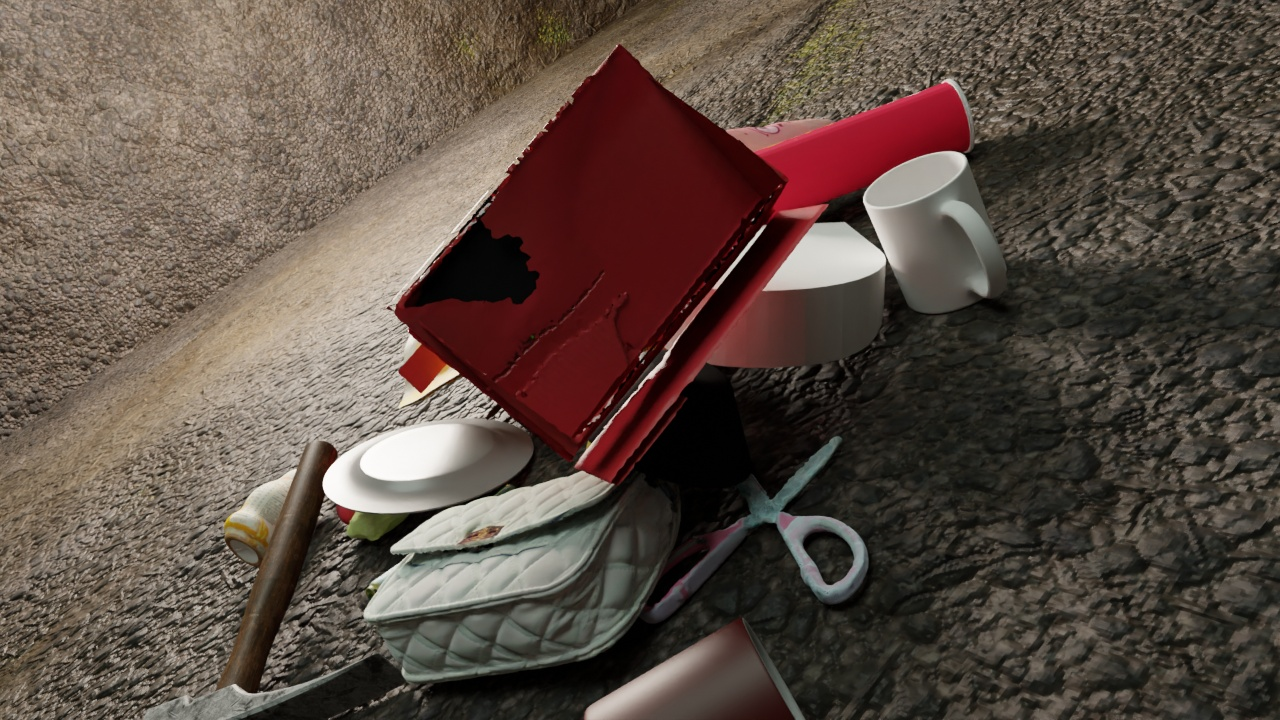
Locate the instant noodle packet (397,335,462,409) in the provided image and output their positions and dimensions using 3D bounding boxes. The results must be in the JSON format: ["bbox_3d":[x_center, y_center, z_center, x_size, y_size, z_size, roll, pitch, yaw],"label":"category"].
[{"bbox_3d":[-0.132,-0.044,0.850,0.163,0.084,0.221,-26,22,17],"label":"instant noodle packet"}]

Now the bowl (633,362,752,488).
[{"bbox_3d":[0.022,0.027,0.593,0.124,0.124,0.053,-113,39,-65],"label":"bowl"}]

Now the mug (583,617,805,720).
[{"bbox_3d":[0.035,0.178,0.395,0.082,0.073,0.105,-31,54,1],"label":"mug"}]

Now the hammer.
[{"bbox_3d":[-0.260,0.160,0.732,0.218,0.037,0.299,-24,35,16],"label":"hammer"}]

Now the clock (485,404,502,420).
[{"bbox_3d":[-0.084,-0.004,0.866,0.148,0.056,0.103,-25,17,8],"label":"clock"}]

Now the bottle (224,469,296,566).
[{"bbox_3d":[-0.345,0.144,0.882,0.063,0.063,0.108,-10,32,38],"label":"bottle"}]

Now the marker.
[{"bbox_3d":[-0.143,0.134,0.685,0.017,0.017,0.146,-8,18,41],"label":"marker"}]

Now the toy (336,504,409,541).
[{"bbox_3d":[-0.237,0.114,0.837,0.091,0.045,0.135,-39,30,-1],"label":"toy"}]

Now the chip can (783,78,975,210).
[{"bbox_3d":[0.189,-0.189,0.853,0.221,0.069,0.069,-19,26,5],"label":"chip can"}]

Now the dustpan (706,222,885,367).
[{"bbox_3d":[0.091,-0.060,0.730,0.191,0.053,0.257,-2,18,1],"label":"dustpan"}]

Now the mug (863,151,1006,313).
[{"bbox_3d":[0.216,-0.085,0.642,0.074,0.090,0.110,-31,25,0],"label":"mug"}]

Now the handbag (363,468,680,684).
[{"bbox_3d":[-0.078,0.126,0.586,0.195,0.072,0.138,-19,20,31],"label":"handbag"}]

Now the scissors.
[{"bbox_3d":[0.076,0.103,0.543,0.170,0.013,0.176,-38,22,-20],"label":"scissors"}]

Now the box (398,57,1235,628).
[{"bbox_3d":[0.040,-0.043,0.440,0.212,0.148,0.375,-51,30,-14],"label":"box"}]

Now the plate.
[{"bbox_3d":[-0.182,0.082,0.789,0.178,0.012,0.178,-5,20,2],"label":"plate"}]

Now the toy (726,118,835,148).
[{"bbox_3d":[0.123,-0.210,0.985,0.236,0.097,0.192,-29,25,-21],"label":"toy"}]
